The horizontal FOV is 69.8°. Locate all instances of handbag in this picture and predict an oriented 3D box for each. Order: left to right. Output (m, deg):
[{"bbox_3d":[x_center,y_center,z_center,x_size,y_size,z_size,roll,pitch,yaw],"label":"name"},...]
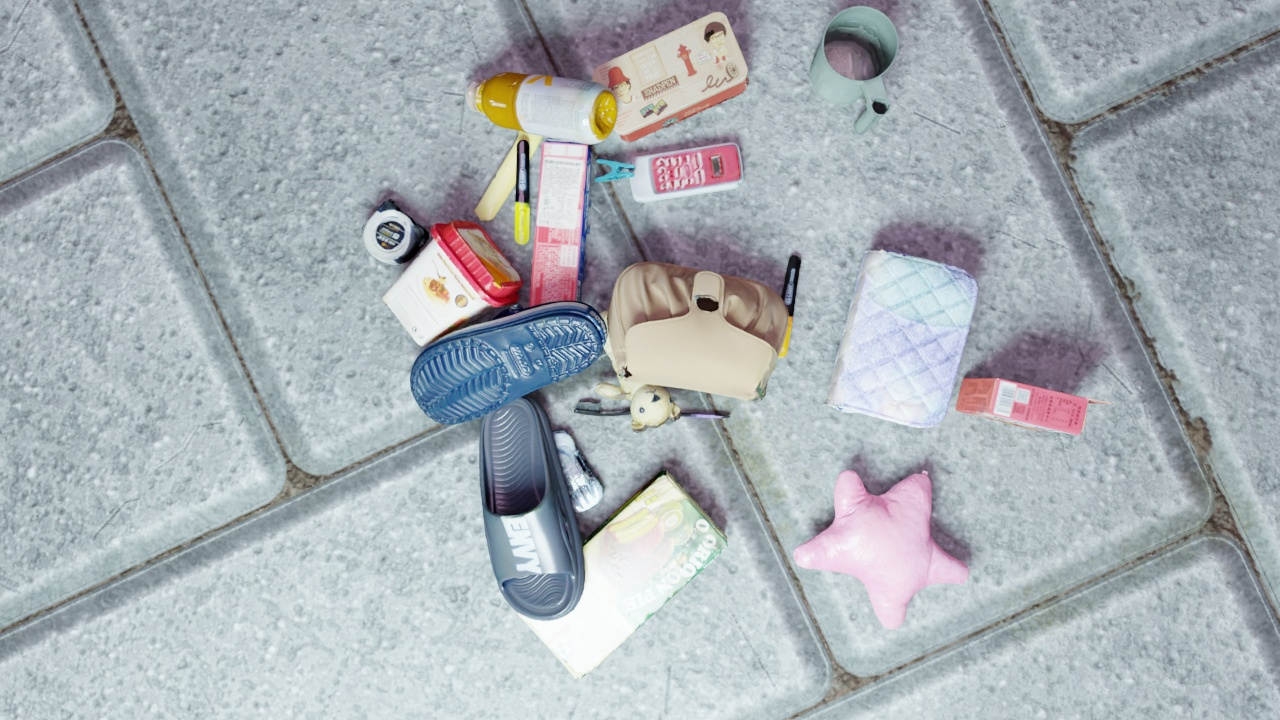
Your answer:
[{"bbox_3d":[0.065,-0.037,1.035,0.204,0.100,0.147,9,60,-7],"label":"handbag"},{"bbox_3d":[0.302,-0.022,1.066,0.134,0.075,0.194,16,89,6],"label":"handbag"}]

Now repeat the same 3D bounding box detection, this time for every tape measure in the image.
[{"bbox_3d":[-0.298,-0.149,1.102,0.066,0.033,0.066,41,89,3],"label":"tape measure"}]

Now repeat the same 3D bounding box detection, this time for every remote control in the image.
[{"bbox_3d":[0.054,-0.225,1.099,0.136,0.020,0.056,-8,91,1],"label":"remote control"}]

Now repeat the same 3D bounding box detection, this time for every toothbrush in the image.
[{"bbox_3d":[0.014,0.061,1.104,0.189,0.014,0.016,2,78,1],"label":"toothbrush"}]

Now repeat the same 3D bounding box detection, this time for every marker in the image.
[{"bbox_3d":[-0.141,-0.201,1.100,0.018,0.015,0.124,1,97,-9],"label":"marker"},{"bbox_3d":[0.176,-0.065,1.098,0.018,0.015,0.124,9,89,-3],"label":"marker"}]

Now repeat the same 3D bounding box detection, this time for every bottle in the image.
[{"bbox_3d":[-0.119,-0.294,1.056,0.190,0.068,0.068,17,90,27],"label":"bottle"}]

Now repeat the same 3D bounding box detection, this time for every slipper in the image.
[{"bbox_3d":[-0.154,-0.012,1.057,0.253,0.095,0.105,-21,114,20],"label":"slipper"},{"bbox_3d":[-0.141,0.163,1.044,0.111,0.083,0.268,-17,73,14],"label":"slipper"}]

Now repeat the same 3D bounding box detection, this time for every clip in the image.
[{"bbox_3d":[-0.030,-0.227,1.095,0.056,0.013,0.038,5,90,30],"label":"clip"}]

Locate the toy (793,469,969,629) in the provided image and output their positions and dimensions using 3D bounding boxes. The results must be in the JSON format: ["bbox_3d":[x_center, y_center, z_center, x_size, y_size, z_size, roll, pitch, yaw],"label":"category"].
[{"bbox_3d":[0.294,0.210,1.067,0.194,0.074,0.178,34,88,-2],"label":"toy"}]

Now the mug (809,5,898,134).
[{"bbox_3d":[0.247,-0.327,1.052,0.084,0.103,0.124,-17,91,1],"label":"mug"}]

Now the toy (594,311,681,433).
[{"bbox_3d":[-0.006,0.006,1.079,0.105,0.066,0.157,-20,77,-14],"label":"toy"}]

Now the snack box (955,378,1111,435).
[{"bbox_3d":[0.441,0.054,1.041,0.127,0.113,0.044,13,89,1],"label":"snack box"}]

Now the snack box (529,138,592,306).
[{"bbox_3d":[-0.092,-0.152,1.085,0.058,0.057,0.207,5,90,4],"label":"snack box"}]

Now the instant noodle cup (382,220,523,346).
[{"bbox_3d":[-0.220,-0.085,1.067,0.124,0.116,0.116,-39,89,13],"label":"instant noodle cup"}]

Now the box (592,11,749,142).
[{"bbox_3d":[0.037,-0.329,1.077,0.168,0.079,0.091,-22,90,8],"label":"box"}]

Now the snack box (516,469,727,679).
[{"bbox_3d":[-0.021,0.249,1.080,0.240,0.063,0.114,-43,89,1],"label":"snack box"}]

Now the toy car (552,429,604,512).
[{"bbox_3d":[-0.085,0.132,1.098,0.049,0.031,0.105,-33,88,1],"label":"toy car"}]

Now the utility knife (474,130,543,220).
[{"bbox_3d":[-0.155,-0.235,1.107,0.031,0.018,0.151,32,89,4],"label":"utility knife"}]
